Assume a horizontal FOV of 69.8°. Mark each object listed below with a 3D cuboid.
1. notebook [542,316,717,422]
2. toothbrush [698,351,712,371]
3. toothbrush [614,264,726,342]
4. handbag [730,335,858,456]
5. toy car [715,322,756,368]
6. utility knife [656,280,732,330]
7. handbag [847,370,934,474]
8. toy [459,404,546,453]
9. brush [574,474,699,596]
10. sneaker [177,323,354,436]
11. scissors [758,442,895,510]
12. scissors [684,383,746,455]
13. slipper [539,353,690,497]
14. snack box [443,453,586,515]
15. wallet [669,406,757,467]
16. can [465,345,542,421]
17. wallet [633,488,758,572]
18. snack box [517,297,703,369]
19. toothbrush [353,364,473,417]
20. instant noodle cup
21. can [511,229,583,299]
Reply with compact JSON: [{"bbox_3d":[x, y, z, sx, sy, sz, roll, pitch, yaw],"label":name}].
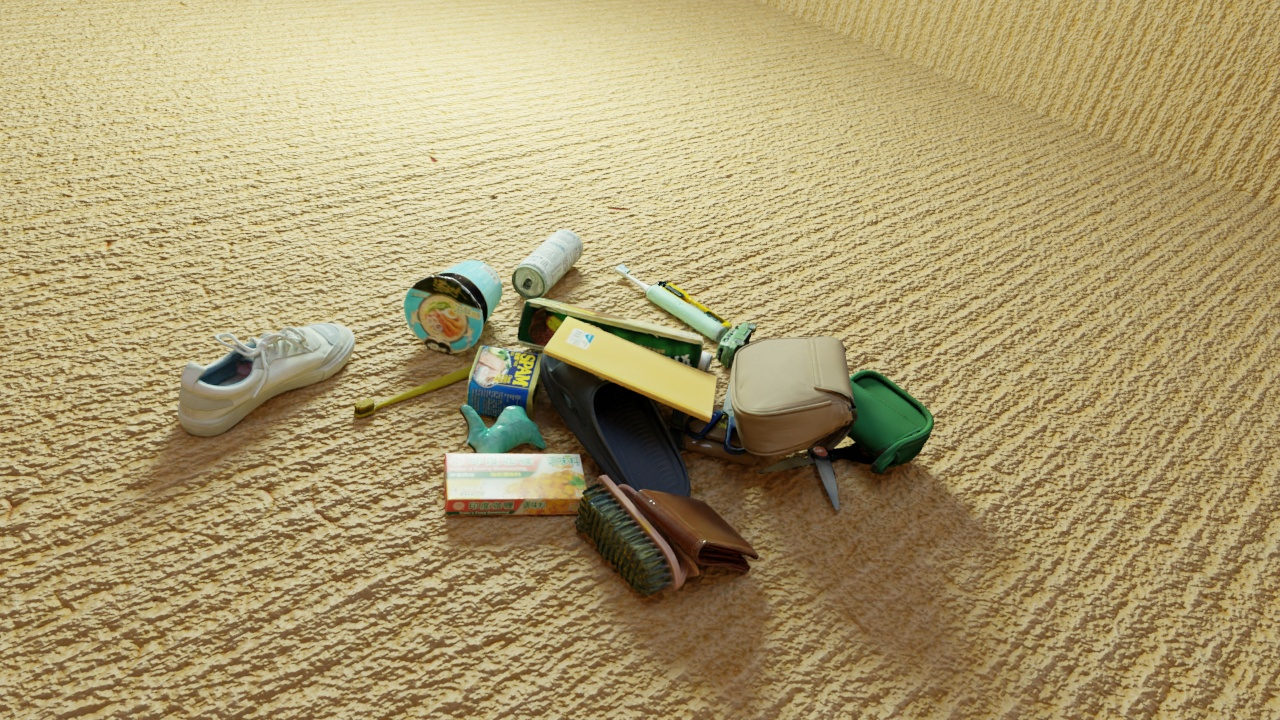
[{"bbox_3d":[-0.007,0.006,1.099,0.206,0.010,0.145,22,19,-1],"label":"notebook"},{"bbox_3d":[-0.004,-0.032,1.311,0.221,0.026,0.026,20,10,11],"label":"toothbrush"},{"bbox_3d":[0.041,-0.091,1.410,0.224,0.026,0.027,34,62,30],"label":"toothbrush"},{"bbox_3d":[0.185,0.043,1.122,0.148,0.100,0.204,-10,26,13],"label":"handbag"},{"bbox_3d":[0.139,-0.024,1.328,0.036,0.043,0.091,25,36,19],"label":"toy car"},{"bbox_3d":[0.080,-0.087,1.424,0.154,0.015,0.033,35,44,30],"label":"utility knife"},{"bbox_3d":[0.297,0.082,1.179,0.120,0.068,0.131,-28,56,-30],"label":"handbag"},{"bbox_3d":[-0.167,0.084,1.079,0.091,0.030,0.096,-34,90,-34],"label":"toy"},{"bbox_3d":[-0.003,0.187,0.968,0.072,0.063,0.145,-15,43,-38],"label":"brush"},{"bbox_3d":[-0.441,-0.006,1.089,0.089,0.091,0.241,26,36,18],"label":"sneaker"},{"bbox_3d":[0.238,0.108,1.187,0.234,0.022,0.220,-4,37,-23],"label":"scissors"},{"bbox_3d":[0.118,0.072,1.164,0.170,0.012,0.140,-12,40,-41],"label":"scissors"},{"bbox_3d":[-0.021,0.060,1.082,0.110,0.084,0.268,-17,59,-31],"label":"slipper"},{"bbox_3d":[-0.140,0.138,1.027,0.155,0.027,0.077,2,35,-15],"label":"snack box"},{"bbox_3d":[0.094,0.090,1.164,0.115,0.033,0.090,16,34,0],"label":"wallet"},{"bbox_3d":[-0.169,0.028,1.151,0.083,0.057,0.101,8,35,-2],"label":"can"},{"bbox_3d":[0.060,0.179,0.977,0.101,0.032,0.124,41,11,38],"label":"wallet"},{"bbox_3d":[-0.037,-0.029,1.227,0.240,0.063,0.114,13,6,1],"label":"snack box"},{"bbox_3d":[-0.272,0.032,1.148,0.189,0.017,0.016,-23,48,-40],"label":"toothbrush"},{"bbox_3d":[-0.247,-0.082,1.253,0.111,0.111,0.120,16,27,6],"label":"instant noodle cup"},{"bbox_3d":[-0.141,-0.149,1.409,0.058,0.058,0.146,20,36,11],"label":"can"}]
